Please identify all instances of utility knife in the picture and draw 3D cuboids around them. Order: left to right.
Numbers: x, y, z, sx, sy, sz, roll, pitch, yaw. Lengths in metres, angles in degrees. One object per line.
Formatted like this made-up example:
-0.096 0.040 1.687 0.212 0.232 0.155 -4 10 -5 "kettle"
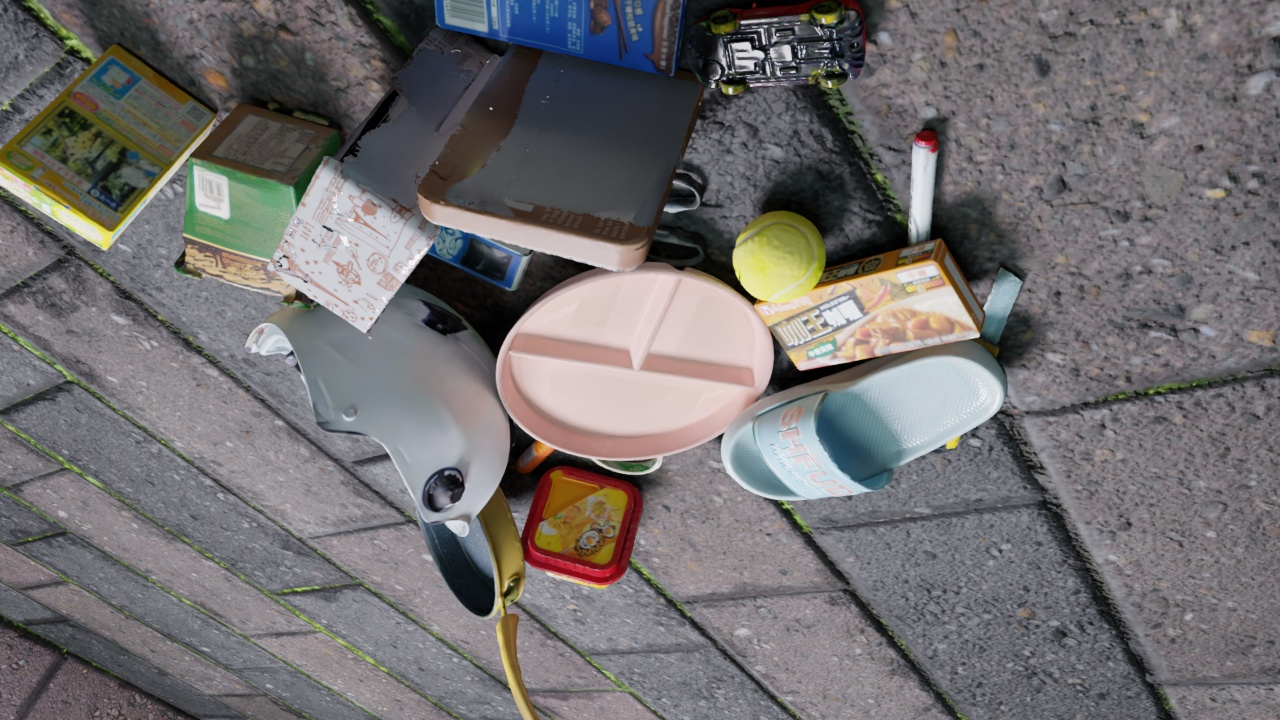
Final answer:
0.259 0.010 0.727 0.033 0.015 0.224 9 140 8 "utility knife"

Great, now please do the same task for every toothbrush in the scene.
0.187 -0.016 0.727 0.016 0.014 0.190 25 141 -21 "toothbrush"

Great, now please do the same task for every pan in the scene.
-0.158 0.235 0.944 0.357 0.078 0.198 47 142 32 "pan"

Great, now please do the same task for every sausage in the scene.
-0.092 0.081 0.943 0.021 0.021 0.166 30 140 -14 "sausage"

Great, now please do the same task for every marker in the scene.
0.192 -0.093 0.630 0.017 0.017 0.145 4 139 17 "marker"

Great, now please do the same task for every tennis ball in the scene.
0.099 -0.073 0.651 0.065 0.065 0.066 11 141 9 "tennis ball"

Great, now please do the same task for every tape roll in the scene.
-0.018 0.085 0.926 0.086 0.013 0.086 11 141 9 "tape roll"

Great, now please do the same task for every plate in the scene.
-0.005 0.004 0.764 0.229 0.028 0.230 -4 137 -4 "plate"

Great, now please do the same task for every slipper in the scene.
0.175 0.061 0.740 0.246 0.074 0.104 -29 111 34 "slipper"

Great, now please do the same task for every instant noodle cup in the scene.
-0.063 0.192 1.003 0.116 0.115 0.124 14 153 5 "instant noodle cup"

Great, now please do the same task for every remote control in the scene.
-0.150 -0.100 0.748 0.125 0.024 0.049 25 141 -7 "remote control"

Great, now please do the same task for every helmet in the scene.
-0.199 0.026 0.805 0.229 0.145 0.259 26 159 50 "helmet"

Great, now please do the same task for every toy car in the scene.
0.080 -0.189 0.547 0.106 0.031 0.049 0 137 19 "toy car"

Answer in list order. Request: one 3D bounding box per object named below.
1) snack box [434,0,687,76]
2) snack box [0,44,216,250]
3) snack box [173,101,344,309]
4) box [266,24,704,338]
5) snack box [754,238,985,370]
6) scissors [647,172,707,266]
-0.049 -0.229 0.553 0.157 0.026 0.085 14 141 5 "snack box"
-0.393 -0.160 0.680 0.087 0.140 0.034 36 140 -21 "snack box"
-0.285 -0.125 0.704 0.118 0.117 0.106 15 137 0 "snack box"
-0.103 -0.127 0.578 0.270 0.179 0.136 -6 134 28 "box"
0.166 -0.038 0.678 0.154 0.026 0.075 -13 127 43 "snack box"
-0.027 -0.114 0.697 0.164 0.014 0.165 36 140 -17 "scissors"
